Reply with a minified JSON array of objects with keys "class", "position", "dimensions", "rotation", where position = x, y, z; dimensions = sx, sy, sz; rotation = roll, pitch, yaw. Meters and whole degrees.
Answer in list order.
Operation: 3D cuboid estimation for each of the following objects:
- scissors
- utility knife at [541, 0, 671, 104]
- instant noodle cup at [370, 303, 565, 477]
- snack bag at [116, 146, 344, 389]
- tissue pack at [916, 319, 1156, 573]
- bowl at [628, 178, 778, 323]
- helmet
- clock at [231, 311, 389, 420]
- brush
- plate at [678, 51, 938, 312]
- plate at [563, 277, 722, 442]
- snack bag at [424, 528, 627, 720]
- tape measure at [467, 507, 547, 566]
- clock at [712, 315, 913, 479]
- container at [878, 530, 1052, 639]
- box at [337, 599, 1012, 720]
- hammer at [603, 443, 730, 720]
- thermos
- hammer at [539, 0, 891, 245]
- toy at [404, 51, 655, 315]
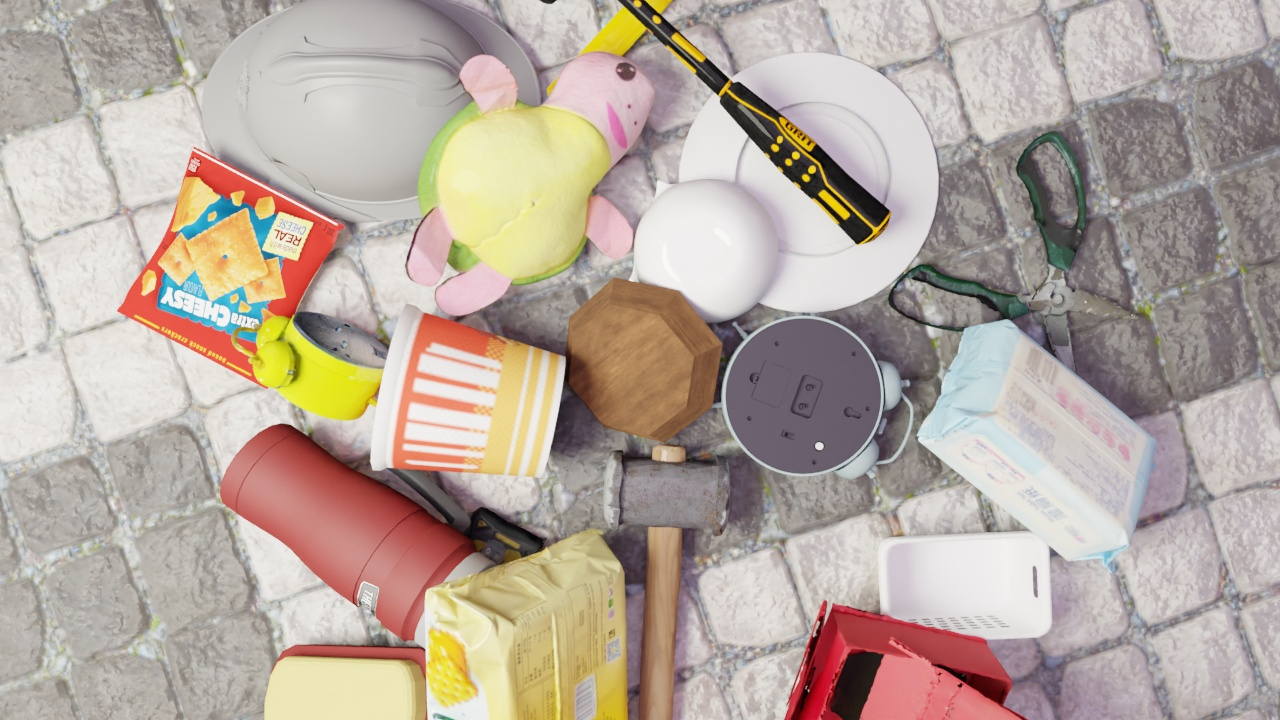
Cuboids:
[{"class":"scissors","position":[0.290,-0.071,0.733],"dimensions":[0.204,0.015,0.201],"rotation":[-12,89,-1]},{"class":"utility knife","position":[-0.046,-0.229,0.727],"dimensions":[0.030,0.019,0.224],"rotation":[43,89,4]},{"class":"instant noodle cup","position":[-0.125,0.030,0.685],"dimensions":[0.121,0.123,0.123],"rotation":[11,90,-8]},{"class":"snack bag","position":[-0.319,-0.071,0.716],"dimensions":[0.131,0.039,0.144],"rotation":[28,97,-2]},{"class":"tissue pack","position":[0.303,0.064,0.689],"dimensions":[0.182,0.070,0.111],"rotation":[39,55,-5]},{"class":"bowl","position":[0.048,-0.084,0.703],"dimensions":[0.115,0.050,0.115],"rotation":[1,96,8]},{"class":"helmet","position":[-0.215,-0.202,0.677],"dimensions":[0.271,0.117,0.183],"rotation":[0,90,2]},{"class":"clock","position":[-0.244,-0.001,0.688],"dimensions":[0.119,0.083,0.057],"rotation":[25,103,-28]},{"class":"brush","position":[-0.214,0.255,0.681],"dimensions":[0.174,0.042,0.082],"rotation":[-7,73,25]},{"class":"plate","position":[0.135,-0.143,0.730],"dimensions":[0.208,0.015,0.208],"rotation":[0,91,0]},{"class":"plate","position":[-0.004,0.005,0.700],"dimensions":[0.131,0.025,0.131],"rotation":[6,109,18]},{"class":"snack bag","position":[-0.070,0.252,0.652],"dimensions":[0.068,0.159,0.247],"rotation":[6,102,36]},{"class":"tape measure","position":[-0.115,0.155,0.723],"dimensions":[0.062,0.034,0.061],"rotation":[26,92,0]},{"class":"clock","position":[0.136,0.031,0.718],"dimensions":[0.159,0.045,0.122],"rotation":[20,90,-1]},{"class":"container","position":[0.246,0.172,0.717],"dimensions":[0.129,0.049,0.080],"rotation":[-3,90,0]},{"class":"box","position":[0.037,0.284,0.592],"dimensions":[0.477,0.171,0.214],"rotation":[3,110,-42]},{"class":"hammer","position":[0.014,0.229,0.721],"dimensions":[0.098,0.052,0.328],"rotation":[3,94,0]},{"class":"thermos","position":[-0.202,0.122,0.688],"dimensions":[0.198,0.084,0.107],"rotation":[31,51,12]},{"class":"hammer","position":[0.066,-0.205,0.690],"dimensions":[0.320,0.036,0.123],"rotation":[41,54,-6]},{"class":"toy","position":[-0.080,-0.137,0.677],"dimensions":[0.238,0.088,0.190],"rotation":[-51,124,-8]}]
